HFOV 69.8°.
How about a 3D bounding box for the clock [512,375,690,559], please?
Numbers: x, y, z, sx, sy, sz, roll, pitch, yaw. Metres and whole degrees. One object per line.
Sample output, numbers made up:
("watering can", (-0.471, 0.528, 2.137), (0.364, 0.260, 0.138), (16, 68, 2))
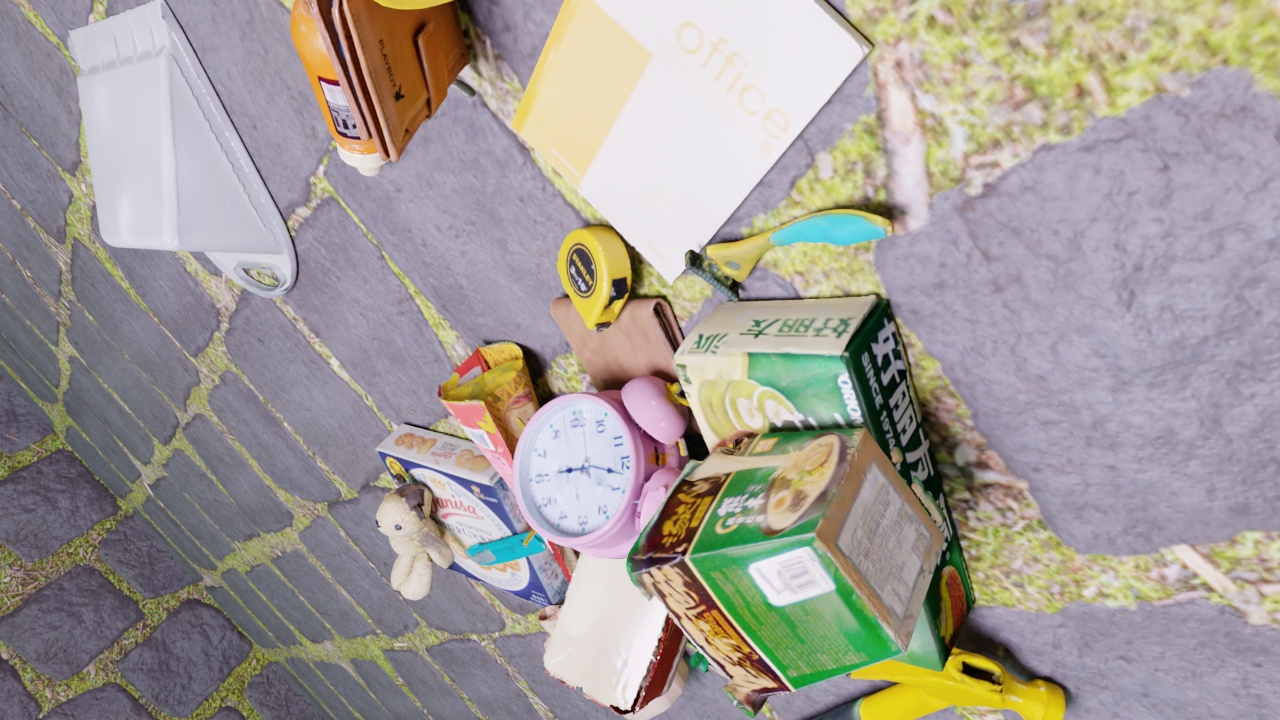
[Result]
("clock", (-0.015, 0.071, 0.616), (0.159, 0.059, 0.117), (-14, 72, 28))

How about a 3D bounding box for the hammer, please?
("hammer", (0.176, 0.267, 0.696), (0.129, 0.032, 0.302), (21, 147, -2))

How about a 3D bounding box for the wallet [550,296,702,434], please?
("wallet", (-0.004, 0.004, 0.646), (0.101, 0.020, 0.115), (4, 131, 44))

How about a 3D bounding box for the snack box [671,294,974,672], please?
("snack box", (0.116, 0.077, 0.559), (0.115, 0.063, 0.240), (2, 126, 41))

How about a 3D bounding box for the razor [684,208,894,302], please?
("razor", (0.081, -0.061, 0.489), (0.043, 0.028, 0.133), (35, 154, -28))

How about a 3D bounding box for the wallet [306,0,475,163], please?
("wallet", (-0.132, -0.180, 0.500), (0.035, 0.130, 0.119), (-2, 131, 14))

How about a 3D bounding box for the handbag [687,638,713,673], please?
("handbag", (0.020, 0.194, 0.766), (0.131, 0.067, 0.120), (26, 140, 25))

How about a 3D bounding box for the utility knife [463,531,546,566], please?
("utility knife", (-0.131, 0.181, 0.873), (0.029, 0.012, 0.152), (48, 143, -11))

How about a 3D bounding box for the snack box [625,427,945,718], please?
("snack box", (0.082, 0.099, 0.468), (0.106, 0.117, 0.118), (-26, 109, 45))

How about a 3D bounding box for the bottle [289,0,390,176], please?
("bottle", (-0.190, -0.180, 0.616), (0.067, 0.066, 0.150), (35, 150, 13))

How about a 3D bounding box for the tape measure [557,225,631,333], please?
("tape measure", (-0.027, -0.058, 0.591), (0.060, 0.028, 0.057), (58, 142, 24))

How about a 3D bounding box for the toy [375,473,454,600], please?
("toy", (-0.236, 0.184, 0.933), (0.105, 0.066, 0.158), (44, 141, 32))

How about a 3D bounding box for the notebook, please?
("notebook", (0.011, -0.143, 0.492), (0.146, 0.010, 0.207), (44, 144, 1))

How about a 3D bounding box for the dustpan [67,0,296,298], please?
("dustpan", (-0.426, -0.185, 0.884), (0.223, 0.142, 0.258), (8, 101, 40))

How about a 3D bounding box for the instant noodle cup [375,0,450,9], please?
("instant noodle cup", (-0.099, -0.246, 0.405), (0.110, 0.137, 0.138), (54, 144, 3))

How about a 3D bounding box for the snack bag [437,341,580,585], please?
("snack bag", (-0.093, 0.092, 0.763), (0.128, 0.073, 0.208), (-119, 7, -61))

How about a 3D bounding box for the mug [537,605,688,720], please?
("mug", (-0.028, 0.278, 0.879), (0.125, 0.084, 0.103), (-15, 116, 40))

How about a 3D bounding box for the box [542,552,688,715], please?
("box", (-0.006, 0.161, 0.667), (0.091, 0.168, 0.080), (21, -177, 25))

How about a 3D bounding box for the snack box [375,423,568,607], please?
("snack box", (-0.167, 0.159, 0.936), (0.178, 0.045, 0.183), (8, 131, 39))
